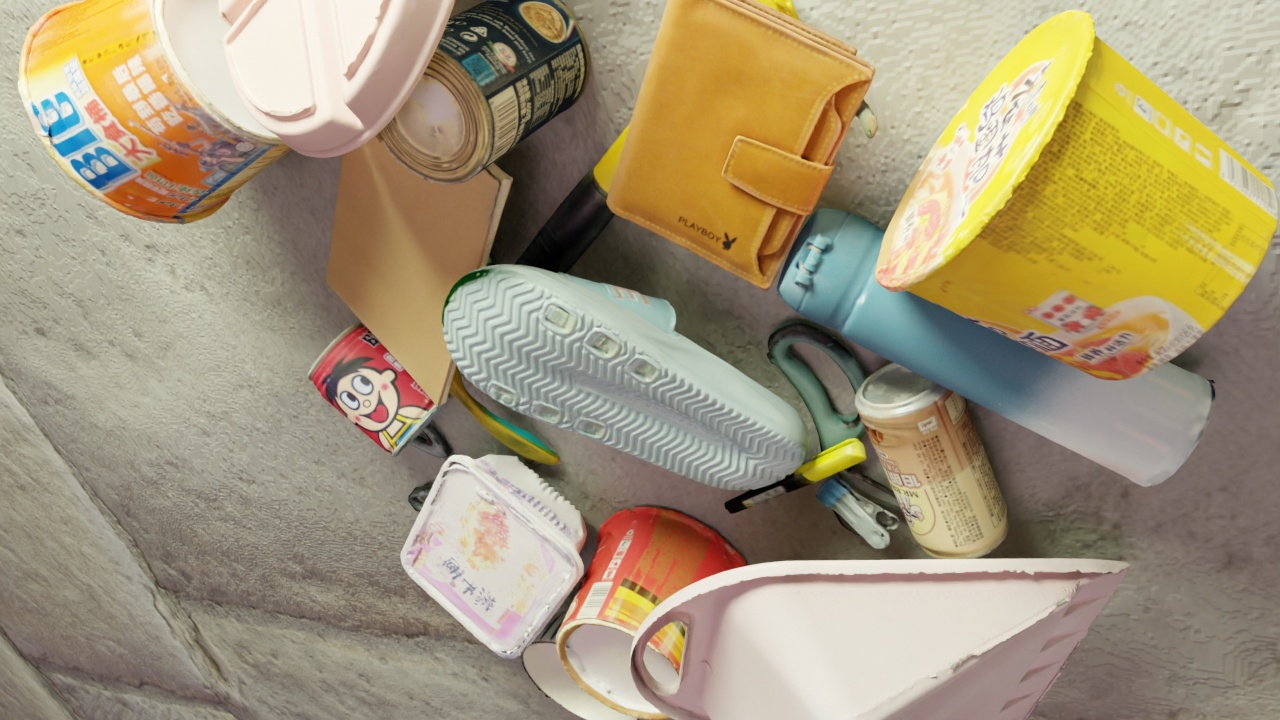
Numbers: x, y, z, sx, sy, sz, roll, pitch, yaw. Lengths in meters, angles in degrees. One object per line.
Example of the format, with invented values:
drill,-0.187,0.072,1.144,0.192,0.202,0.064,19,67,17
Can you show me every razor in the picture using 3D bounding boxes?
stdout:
razor,-0.116,0.040,0.718,0.132,0.028,0.043,44,129,-9

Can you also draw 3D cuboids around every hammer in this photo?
hammer,-0.018,-0.103,0.543,0.129,0.032,0.302,43,129,-5

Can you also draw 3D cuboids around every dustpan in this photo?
dustpan,0.143,0.191,0.604,0.139,0.272,0.223,52,148,40

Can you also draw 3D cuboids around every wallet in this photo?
wallet,0.051,-0.110,0.466,0.119,0.035,0.131,31,130,12

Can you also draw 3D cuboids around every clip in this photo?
clip,0.143,0.097,0.602,0.056,0.027,0.024,37,135,8

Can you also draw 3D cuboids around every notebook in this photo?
notebook,-0.163,-0.085,0.632,0.149,0.012,0.212,44,136,19

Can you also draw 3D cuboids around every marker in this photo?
marker,0.099,0.079,0.609,0.018,0.015,0.124,19,145,-33

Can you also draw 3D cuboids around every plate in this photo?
plate,-0.160,-0.220,0.463,0.230,0.028,0.229,-1,89,43

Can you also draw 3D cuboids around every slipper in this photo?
slipper,-0.003,0.003,0.576,0.245,0.074,0.104,26,135,-10

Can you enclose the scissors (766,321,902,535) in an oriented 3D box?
scissors,0.104,0.041,0.600,0.170,0.019,0.181,23,131,14

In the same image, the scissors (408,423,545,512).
scissors,-0.148,0.103,0.790,0.181,0.014,0.160,36,133,-1

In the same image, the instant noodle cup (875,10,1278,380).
instant noodle cup,0.190,-0.064,0.404,0.110,0.137,0.138,30,133,-5

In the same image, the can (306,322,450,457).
can,-0.208,0.022,0.727,0.094,0.066,0.067,42,133,-4

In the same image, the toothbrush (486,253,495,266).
toothbrush,-0.109,-0.064,0.641,0.016,0.018,0.192,-6,120,33

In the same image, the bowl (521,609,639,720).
bowl,-0.039,0.260,0.806,0.116,0.066,0.117,18,135,19

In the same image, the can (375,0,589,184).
can,-0.086,-0.151,0.500,0.075,0.110,0.075,15,129,19

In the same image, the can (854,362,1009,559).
can,0.174,0.059,0.546,0.059,0.058,0.116,-13,116,35

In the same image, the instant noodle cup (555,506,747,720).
instant noodle cup,0.004,0.199,0.712,0.138,0.108,0.138,15,129,20

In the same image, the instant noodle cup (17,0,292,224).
instant noodle cup,-0.282,-0.174,0.577,0.112,0.151,0.151,-16,114,27

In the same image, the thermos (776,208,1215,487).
thermos,0.179,-0.012,0.486,0.220,0.070,0.070,28,132,8

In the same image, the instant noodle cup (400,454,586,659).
instant noodle cup,-0.113,0.153,0.756,0.138,0.060,0.174,39,132,8
